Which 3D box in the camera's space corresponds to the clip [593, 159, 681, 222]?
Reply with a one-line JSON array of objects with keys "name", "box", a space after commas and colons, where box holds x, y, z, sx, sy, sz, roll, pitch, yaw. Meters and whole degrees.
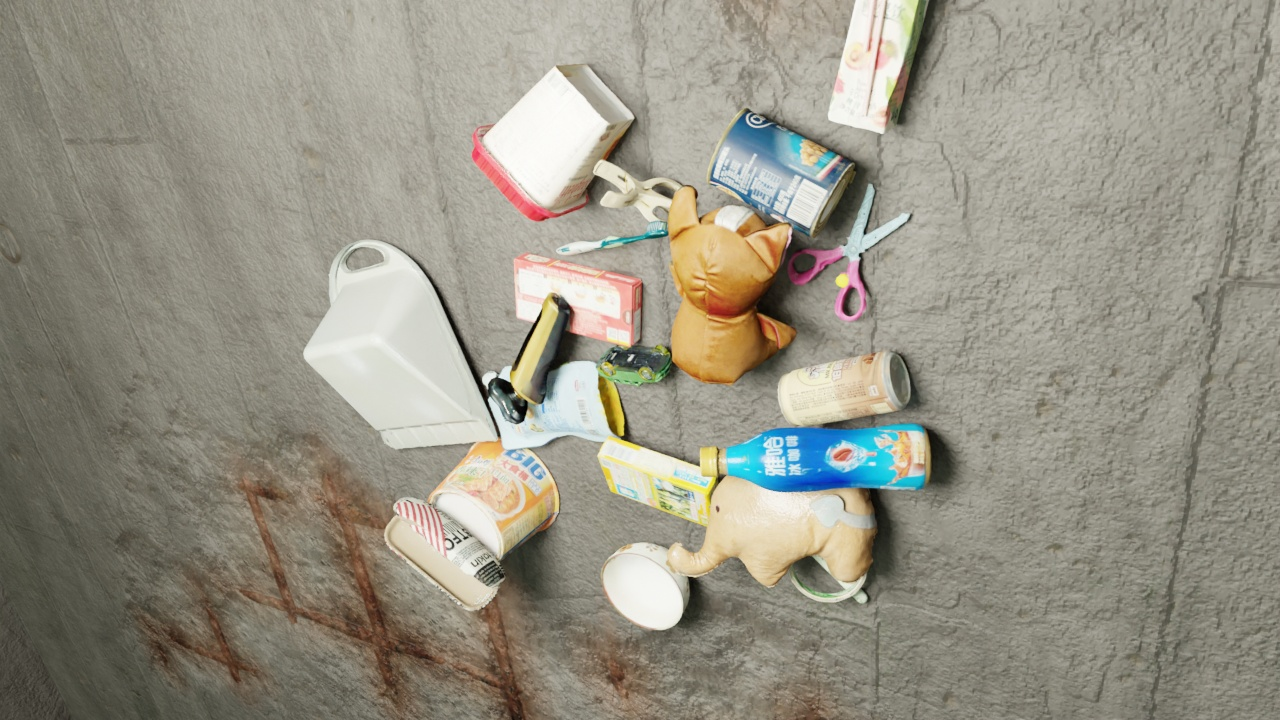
[{"name": "clip", "box": [0.003, -0.160, 0.889, 0.100, 0.071, 0.035, 15, 137, -32]}]

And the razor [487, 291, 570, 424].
[{"name": "razor", "box": [-0.123, -0.004, 1.037, 0.067, 0.062, 0.168, 19, 121, -13]}]

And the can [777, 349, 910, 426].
[{"name": "can", "box": [0.198, 0.029, 0.893, 0.117, 0.058, 0.058, -14, 108, 36]}]

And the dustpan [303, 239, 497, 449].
[{"name": "dustpan", "box": [-0.311, -0.020, 1.194, 0.223, 0.142, 0.258, -8, 137, 38]}]

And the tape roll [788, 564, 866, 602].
[{"name": "tape roll", "box": [0.205, 0.224, 1.007, 0.086, 0.013, 0.086, 3, 104, 12]}]

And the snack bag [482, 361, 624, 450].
[{"name": "snack bag", "box": [-0.111, 0.055, 1.110, 0.191, 0.038, 0.110, -5, 118, 35]}]

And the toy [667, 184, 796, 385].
[{"name": "toy", "box": [0.085, -0.072, 0.872, 0.140, 0.130, 0.200, 17, 144, 21]}]

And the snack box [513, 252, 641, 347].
[{"name": "snack box", "box": [-0.071, -0.068, 1.023, 0.153, 0.025, 0.075, 15, 121, 24]}]

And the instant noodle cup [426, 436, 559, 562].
[{"name": "instant noodle cup", "box": [-0.197, 0.190, 1.188, 0.151, 0.111, 0.151, 14, 122, 24]}]

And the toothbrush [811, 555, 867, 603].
[{"name": "toothbrush", "box": [0.182, 0.204, 1.025, 0.189, 0.020, 0.029, 43, 138, 1]}]

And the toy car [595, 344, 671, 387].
[{"name": "toy car", "box": [-0.006, 0.006, 1.014, 0.091, 0.043, 0.036, 3, 133, 39]}]

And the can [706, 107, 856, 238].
[{"name": "can", "box": [0.126, -0.166, 0.818, 0.111, 0.075, 0.075, 31, 127, 13]}]

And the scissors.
[{"name": "scissors", "box": [0.189, -0.104, 0.855, 0.113, 0.017, 0.134, 24, 121, 24]}]

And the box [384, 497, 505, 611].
[{"name": "box", "box": [-0.244, 0.241, 1.125, 0.163, 0.076, 0.088, 34, 106, 8]}]

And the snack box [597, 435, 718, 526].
[{"name": "snack box", "box": [0.024, 0.141, 1.058, 0.140, 0.033, 0.087, 18, 149, 24]}]

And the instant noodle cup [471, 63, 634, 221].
[{"name": "instant noodle cup", "box": [-0.081, -0.217, 0.899, 0.116, 0.116, 0.124, 48, 119, 0]}]

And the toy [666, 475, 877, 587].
[{"name": "toy", "box": [0.135, 0.171, 0.975, 0.226, 0.082, 0.143, -10, 84, 23]}]

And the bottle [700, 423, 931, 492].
[{"name": "bottle", "box": [0.168, 0.097, 0.901, 0.219, 0.065, 0.065, -2, 116, 9]}]

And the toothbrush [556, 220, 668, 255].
[{"name": "toothbrush", "box": [-0.033, -0.125, 0.944, 0.192, 0.016, 0.018, -1, 80, 52]}]

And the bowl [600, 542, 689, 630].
[{"name": "bowl", "box": [0.014, 0.269, 1.136, 0.113, 0.062, 0.114, 14, 123, 23]}]

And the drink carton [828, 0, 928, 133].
[{"name": "drink carton", "box": [0.195, -0.252, 0.747, 0.053, 0.045, 0.123, 22, 124, 21]}]
